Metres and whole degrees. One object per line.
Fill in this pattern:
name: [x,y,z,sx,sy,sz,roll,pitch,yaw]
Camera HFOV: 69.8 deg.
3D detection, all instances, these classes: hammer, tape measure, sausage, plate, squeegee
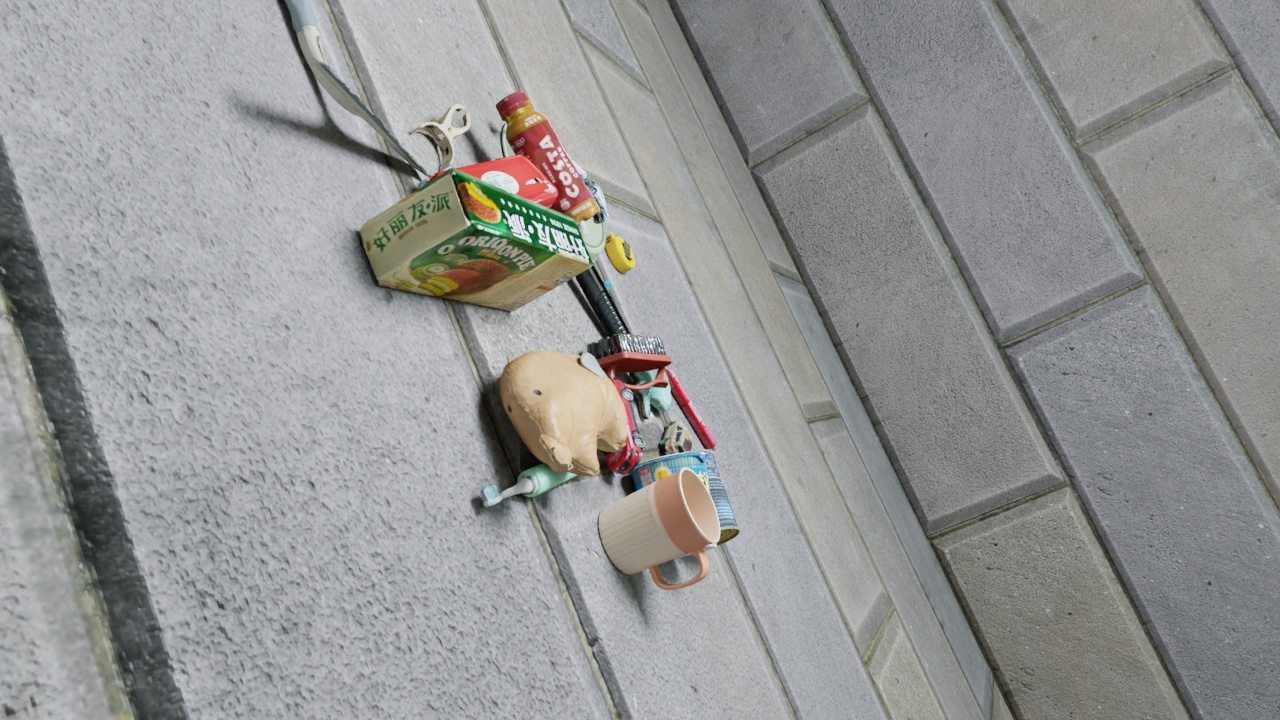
hammer: [-0.080,-0.130,1.205,0.128,0.033,0.301,-45,113,-46]
tape measure: [-0.029,-0.166,1.419,0.060,0.029,0.057,35,34,-53]
sausage: [0.073,0.072,1.381,0.156,0.020,0.020,59,20,-12]
plate: [-0.116,-0.243,1.302,0.230,0.028,0.229,50,24,-32]
squeegee: [-0.311,-0.310,0.880,0.246,0.039,0.246,61,1,11]

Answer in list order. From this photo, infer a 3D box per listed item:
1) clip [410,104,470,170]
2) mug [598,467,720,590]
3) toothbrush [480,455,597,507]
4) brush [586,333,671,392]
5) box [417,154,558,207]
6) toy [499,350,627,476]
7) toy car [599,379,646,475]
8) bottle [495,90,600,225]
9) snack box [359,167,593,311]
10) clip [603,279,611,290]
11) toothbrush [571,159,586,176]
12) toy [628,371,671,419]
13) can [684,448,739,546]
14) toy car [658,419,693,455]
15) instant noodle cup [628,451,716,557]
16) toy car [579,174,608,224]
clip: [-0.221,-0.258,1.048,0.064,0.034,0.098,53,27,-28]
mug: [0.025,0.187,0.975,0.081,0.106,0.114,14,52,-65]
toothbrush: [-0.095,0.113,0.889,0.027,0.026,0.224,69,20,3]
brush: [-0.007,0.007,1.173,0.145,0.063,0.069,4,72,-59]
box: [-0.175,-0.181,1.029,0.090,0.068,0.200,46,28,2]
toy: [-0.084,0.051,0.897,0.143,0.083,0.225,41,17,3]
toy car: [-0.031,0.076,1.063,0.045,0.053,0.120,10,43,-32]
bottle: [-0.116,-0.245,1.127,0.175,0.058,0.057,59,20,-7]
snack box: [-0.152,-0.109,0.903,0.239,0.115,0.063,7,58,-66]
clip: [-0.054,-0.101,1.284,0.014,0.041,0.056,61,13,-8]
toothbrush: [-0.125,-0.299,1.279,0.021,0.029,0.189,30,0,32]
toy: [0.013,0.044,1.254,0.092,0.030,0.096,33,42,-47]
can: [0.072,0.175,1.157,0.075,0.075,0.111,30,37,-57]
toy car: [0.053,0.112,1.254,0.042,0.035,0.090,59,17,-15]
instant noodle cup: [0.043,0.172,1.075,0.099,0.099,0.109,23,51,-61]
toy car: [-0.067,-0.225,1.265,0.105,0.031,0.049,55,-10,55]
